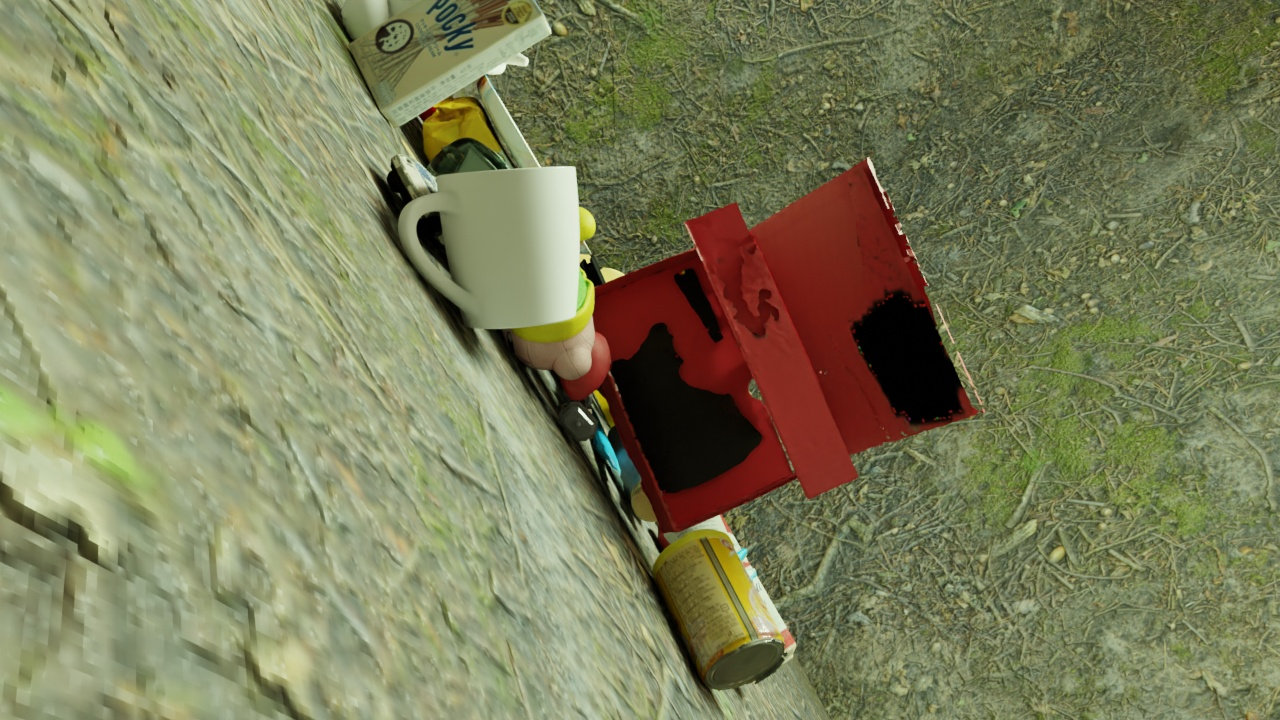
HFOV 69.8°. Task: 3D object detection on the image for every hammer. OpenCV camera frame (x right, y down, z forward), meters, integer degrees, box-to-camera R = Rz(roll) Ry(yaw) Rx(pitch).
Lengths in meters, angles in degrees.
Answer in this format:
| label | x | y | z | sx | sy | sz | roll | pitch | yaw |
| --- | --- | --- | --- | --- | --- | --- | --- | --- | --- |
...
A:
| label | x | y | z | sx | sy | sz | roll | pitch | yaw |
| --- | --- | --- | --- | --- | --- | --- | --- | --- | --- |
| hammer | -0.060 | 0.017 | 0.833 | 0.147 | 0.028 | 0.316 | 47 | 4 | -10 |

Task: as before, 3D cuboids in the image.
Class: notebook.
| label | x | y | z | sx | sy | sz | roll | pitch | yaw |
| --- | --- | --- | --- | --- | --- | --- | --- | --- | --- |
| notebook | -0.005 | 0.005 | 0.909 | 0.169 | 0.019 | 0.231 | -108 | 174 | -82 |

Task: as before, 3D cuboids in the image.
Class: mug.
| label | x | y | z | sx | sy | sz | roll | pitch | yaw |
| --- | --- | --- | --- | --- | --- | --- | --- | --- | --- |
| mug | -0.087 | -0.064 | 0.531 | 0.081 | 0.114 | 0.088 | 7 | -75 | 45 |

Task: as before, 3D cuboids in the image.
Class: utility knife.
| label | x | y | z | sx | sy | sz | roll | pitch | yaw |
| --- | --- | --- | --- | --- | --- | --- | --- | --- | --- |
| utility knife | -0.033 | 0.077 | 0.824 | 0.031 | 0.015 | 0.209 | 56 | -1 | -19 |

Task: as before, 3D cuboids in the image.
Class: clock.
| label | x | y | z | sx | sy | sz | roll | pitch | yaw |
| --- | --- | --- | --- | --- | --- | --- | --- | --- | --- |
| clock | -0.183 | -0.308 | 0.832 | 0.125 | 0.160 | 0.073 | -118 | -143 | -66 |

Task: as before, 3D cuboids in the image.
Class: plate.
| label | x | y | z | sx | sy | sz | roll | pitch | yaw |
| --- | --- | --- | --- | --- | --- | --- | --- | --- | --- |
| plate | -0.108 | -0.189 | 0.890 | 0.187 | 0.016 | 0.187 | 59 | 1 | -24 |

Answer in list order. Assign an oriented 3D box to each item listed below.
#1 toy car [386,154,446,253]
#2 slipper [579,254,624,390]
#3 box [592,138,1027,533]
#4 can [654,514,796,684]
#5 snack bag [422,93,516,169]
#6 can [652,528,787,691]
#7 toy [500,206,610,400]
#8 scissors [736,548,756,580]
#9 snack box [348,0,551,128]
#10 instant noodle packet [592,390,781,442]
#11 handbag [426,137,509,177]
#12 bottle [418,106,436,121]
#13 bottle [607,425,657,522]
| label | x | y | z | sx | sy | sz | roll | pitch | yaw |
| --- | --- | --- | --- | --- | --- | --- | --- | --- | --- |
| toy car | -0.124 | -0.094 | 0.588 | 0.048 | 0.040 | 0.113 | 59 | 1 | 18 |
| slipper | -0.060 | -0.067 | 1.053 | 0.263 | 0.100 | 0.078 | 55 | 23 | -13 |
| box | 0.117 | -0.013 | 0.739 | 0.124 | 0.316 | 0.211 | 1 | 66 | -78 |
| can | 0.078 | 0.214 | 0.864 | 0.170 | 0.067 | 0.067 | 60 | 1 | 16 |
| snack bag | -0.134 | -0.147 | 0.889 | 0.247 | 0.068 | 0.159 | 59 | 2 | -22 |
| can | 0.057 | 0.184 | 0.684 | 0.105 | 0.067 | 0.068 | 61 | 2 | 42 |
| toy | -0.065 | -0.053 | 0.659 | 0.124 | 0.097 | 0.131 | 57 | -3 | 34 |
| scissors | 0.062 | 0.185 | 0.797 | 0.090 | 0.014 | 0.140 | 55 | 34 | 3 |
| snack box | -0.154 | -0.258 | 0.737 | 0.082 | 0.150 | 0.026 | 60 | 2 | 24 |
| instant noodle packet | 0.043 | 0.052 | 1.091 | 0.221 | 0.163 | 0.084 | 60 | 2 | 19 |
| handbag | -0.114 | -0.107 | 0.744 | 0.106 | 0.067 | 0.122 | 59 | 0 | 43 |
| bottle | -0.228 | -0.280 | 0.931 | 0.119 | 0.036 | 0.036 | 58 | 2 | -37 |
| bottle | 0.003 | 0.107 | 0.859 | 0.072 | 0.046 | 0.161 | 59 | 1 | -12 |
